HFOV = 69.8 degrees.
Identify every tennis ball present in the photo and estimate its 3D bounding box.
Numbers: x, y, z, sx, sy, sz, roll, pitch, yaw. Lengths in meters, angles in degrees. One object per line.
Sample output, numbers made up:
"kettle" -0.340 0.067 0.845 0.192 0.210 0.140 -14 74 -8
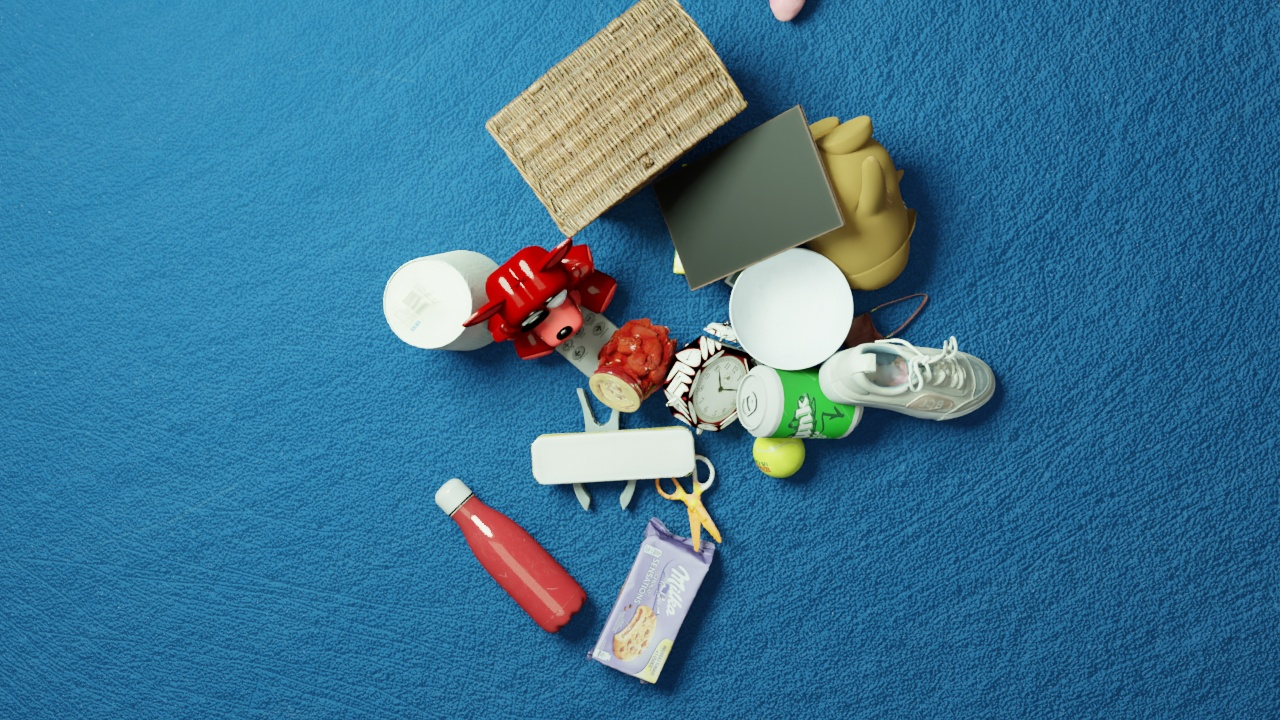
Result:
"tennis ball" 0.176 0.116 1.165 0.065 0.065 0.065 0 95 4

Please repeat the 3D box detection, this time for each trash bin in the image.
"trash bin" -0.239 -0.072 1.129 0.133 0.161 0.133 0 95 4

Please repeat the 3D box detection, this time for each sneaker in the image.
"sneaker" 0.338 0.019 1.091 0.242 0.091 0.089 4 73 -21

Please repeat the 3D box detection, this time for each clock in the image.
"clock" 0.093 0.011 1.149 0.154 0.065 0.114 -53 132 -8

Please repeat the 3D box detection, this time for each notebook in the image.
"notebook" 0.119 -0.182 1.060 0.210 0.008 0.141 -21 88 36

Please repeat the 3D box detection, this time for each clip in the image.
"clip" -0.025 0.115 1.200 0.127 0.028 0.167 1 96 2

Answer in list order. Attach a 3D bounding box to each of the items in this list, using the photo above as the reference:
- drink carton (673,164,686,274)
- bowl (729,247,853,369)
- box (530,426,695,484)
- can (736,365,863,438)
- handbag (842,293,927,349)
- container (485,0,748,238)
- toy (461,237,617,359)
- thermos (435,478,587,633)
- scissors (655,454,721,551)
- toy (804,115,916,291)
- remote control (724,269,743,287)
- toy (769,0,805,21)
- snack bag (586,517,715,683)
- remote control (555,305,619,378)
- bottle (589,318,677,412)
"drink carton" 0.067 -0.175 1.149 0.043 0.058 0.134 5 95 8
"bowl" 0.180 -0.061 1.115 0.144 0.074 0.144 0 91 5
"box" -0.035 0.121 1.173 0.209 0.033 0.064 -4 95 3
"can" 0.195 0.052 1.125 0.139 0.088 0.088 2 96 -23
"handbag" 0.311 -0.050 1.162 0.119 0.029 0.055 -31 90 1
"container" -0.021 -0.280 1.083 0.250 0.183 0.162 -35 92 7
"toy" -0.117 -0.074 1.085 0.158 0.197 0.120 -36 84 5
"thermos" -0.175 0.249 1.199 0.073 0.073 0.240 -44 90 6
"scissors" 0.078 0.181 1.187 0.097 0.012 0.133 -36 72 1
"toy" 0.256 -0.180 1.098 0.162 0.199 0.203 -35 112 -8
"remote control" 0.178 -0.079 1.167 0.143 0.024 0.049 36 96 -2
"toy" 0.186 -0.508 1.099 0.236 0.097 0.192 4 93 -10
"snack bag" 0.014 0.314 1.200 0.096 0.058 0.205 25 93 -3
"remote control" -0.085 -0.041 1.192 0.151 0.019 0.074 40 97 0
"bottle" -0.007 0.007 1.143 0.099 0.099 0.111 30 57 1
